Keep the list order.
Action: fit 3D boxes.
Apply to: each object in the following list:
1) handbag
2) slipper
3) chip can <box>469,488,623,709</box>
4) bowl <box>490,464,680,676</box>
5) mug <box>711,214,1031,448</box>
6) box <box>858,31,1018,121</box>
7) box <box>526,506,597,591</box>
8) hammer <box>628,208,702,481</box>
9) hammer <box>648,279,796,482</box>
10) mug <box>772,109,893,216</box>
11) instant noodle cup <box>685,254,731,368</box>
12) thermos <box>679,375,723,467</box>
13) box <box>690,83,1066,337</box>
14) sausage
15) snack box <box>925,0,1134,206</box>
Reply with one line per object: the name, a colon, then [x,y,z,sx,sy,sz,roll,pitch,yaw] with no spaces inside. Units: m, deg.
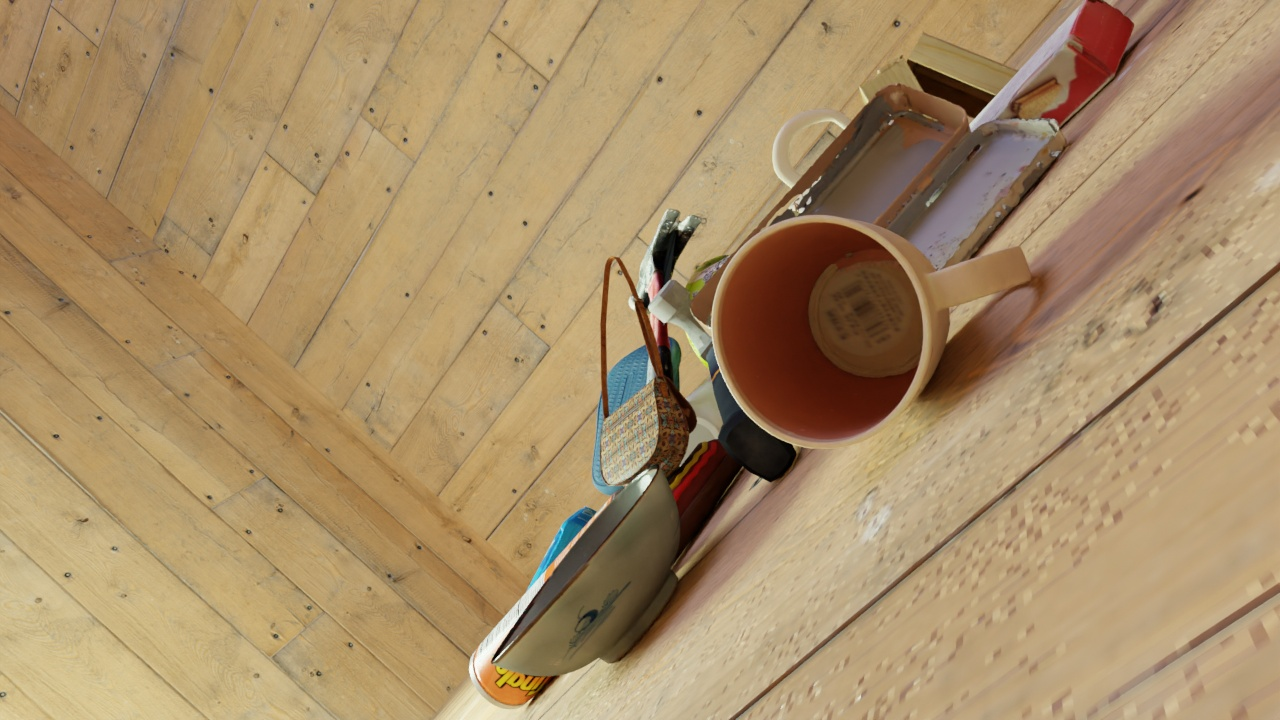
handbag: [-0.005,0.004,0.735,0.043,0.195,0.094,6,-30,-31]
slipper: [0.003,0.053,0.940,0.104,0.059,0.213,-32,29,32]
chip can: [-0.056,0.192,0.727,0.211,0.062,0.062,-50,-4,25]
bowl: [-0.019,0.136,0.547,0.150,0.057,0.151,-50,0,-1]
mug: [0.098,-0.020,0.369,0.112,0.085,0.104,-20,-2,26]
box: [0.289,-0.237,0.888,0.149,0.141,0.248,-42,-1,17]
box: [-0.058,0.200,0.906,0.091,0.066,0.243,-63,-3,-5]
hammer: [0.021,-0.011,0.851,0.325,0.036,0.141,-89,18,-49]
hammer: [0.065,0.014,0.658,0.035,0.139,0.312,-50,6,10]
mug: [0.154,-0.137,0.678,0.097,0.122,0.081,-53,-12,3]
instant noodle cup: [0.123,-0.052,0.899,0.145,0.146,0.098,-47,6,-34]
thermos: [0.071,0.068,0.938,0.101,0.068,0.229,-64,-9,17]
box: [0.143,-0.076,0.579,0.216,0.063,0.157,-48,30,-3]
sausage: [0.029,0.106,0.663,0.155,0.040,0.040,-45,-5,-46]
snack box: [0.253,-0.148,0.698,0.076,0.044,0.274,-53,-1,-34]
